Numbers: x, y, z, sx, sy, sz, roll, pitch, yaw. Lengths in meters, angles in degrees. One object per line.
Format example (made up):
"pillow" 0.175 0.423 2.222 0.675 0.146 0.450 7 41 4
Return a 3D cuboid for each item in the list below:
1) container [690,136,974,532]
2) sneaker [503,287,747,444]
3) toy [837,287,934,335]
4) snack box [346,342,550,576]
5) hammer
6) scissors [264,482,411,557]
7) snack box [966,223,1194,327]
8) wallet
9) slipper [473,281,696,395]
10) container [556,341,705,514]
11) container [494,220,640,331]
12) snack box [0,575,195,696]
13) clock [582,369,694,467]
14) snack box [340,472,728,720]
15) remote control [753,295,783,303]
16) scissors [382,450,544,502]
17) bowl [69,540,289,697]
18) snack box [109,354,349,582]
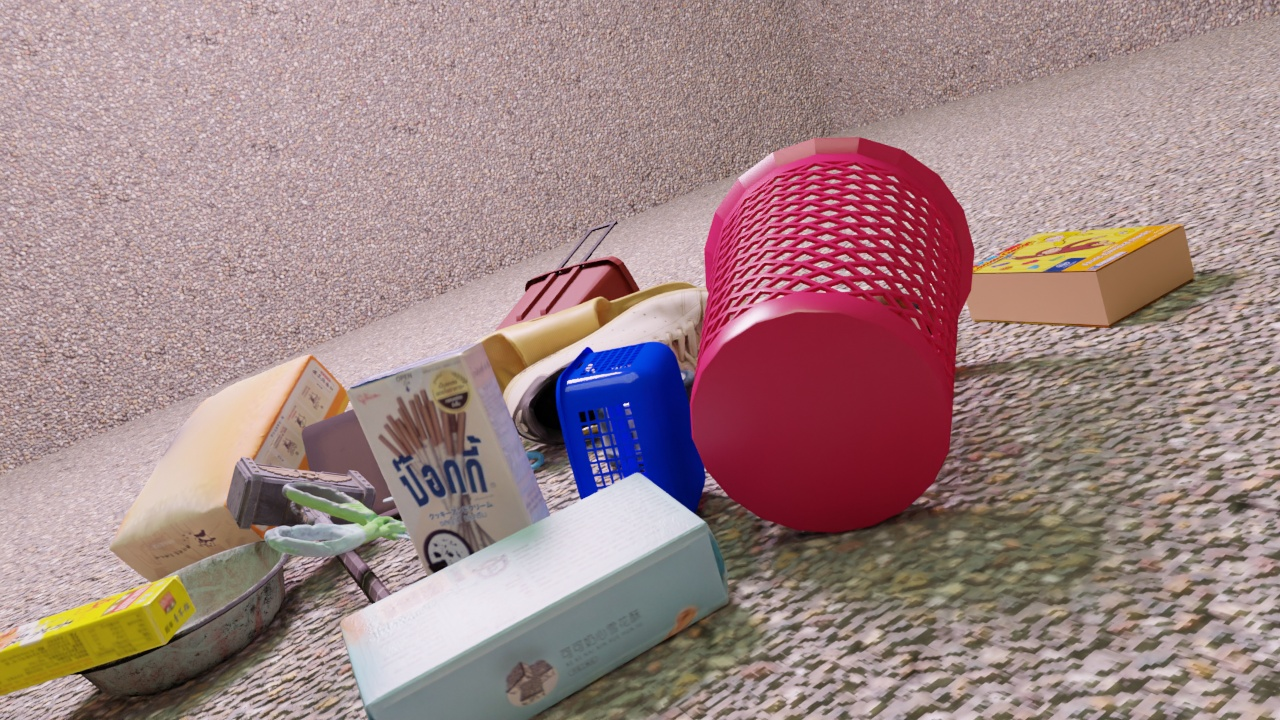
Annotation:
"container" 0.110 -0.016 0.546 0.183 0.183 0.225 -15 21 21
"sneaker" -0.005 0.004 0.782 0.241 0.089 0.102 -25 7 -5
"toy" 0.167 -0.026 0.727 0.087 0.067 0.113 -29 6 -34
"snack box" -0.103 0.071 0.527 0.082 0.150 0.026 -14 13 22
"hammer" -0.190 0.130 0.600 0.098 0.044 0.322 13 2 -34
"scissors" -0.166 0.111 0.595 0.171 0.023 0.168 13 0 15
"snack box" 0.318 -0.063 0.678 0.088 0.040 0.126 -25 14 -20
"wallet" -0.240 0.094 0.787 0.091 0.018 0.115 -21 57 -5
"slipper" -0.037 -0.009 0.872 0.262 0.099 0.078 -21 8 -23
"container" -0.001 0.048 0.553 0.058 0.114 0.096 -11 15 15
"container" -0.061 -0.058 1.046 0.148 0.127 0.200 -11 26 34
"snack box" -0.356 0.175 0.572 0.148 0.029 0.040 -19 13 7
"clock" 0.021 0.038 0.700 0.129 0.052 0.090 -23 12 -31
"snack box" -0.050 0.121 0.440 0.174 0.053 0.075 -26 22 -19
"remote control" 0.112 -0.051 1.002 0.126 0.018 0.038 -16 13 11
"scissors" -0.154 0.089 0.768 0.136 0.015 0.126 -11 21 -27
"bowl" -0.314 0.182 0.638 0.157 0.038 0.157 -19 13 4
"snack box" -0.372 0.093 0.835 0.145 0.080 0.194 -21 35 22
